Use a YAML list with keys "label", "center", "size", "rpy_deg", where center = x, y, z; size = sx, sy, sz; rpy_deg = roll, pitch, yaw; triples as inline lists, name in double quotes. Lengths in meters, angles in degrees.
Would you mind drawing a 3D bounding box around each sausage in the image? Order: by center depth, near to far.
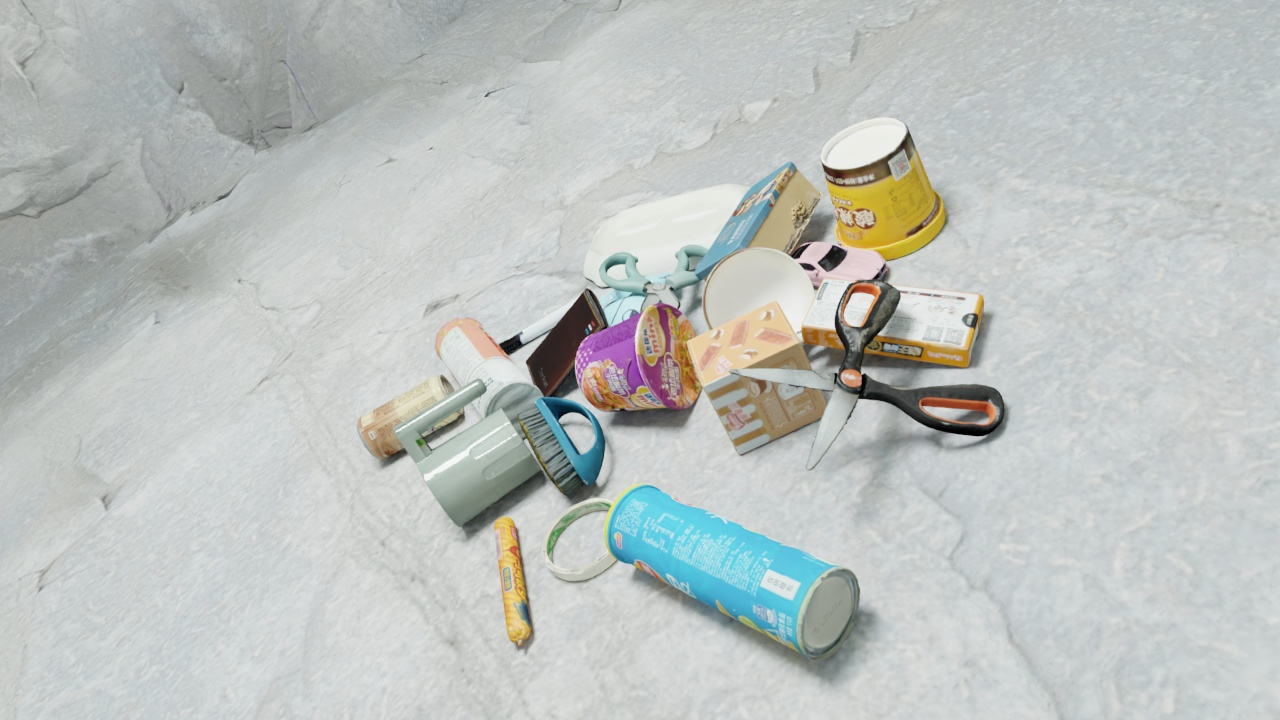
- label: "sausage"
  center: [-0.119, 0.199, 0.849]
  size: [0.021, 0.021, 0.165]
  rpy_deg: [-27, 35, 4]

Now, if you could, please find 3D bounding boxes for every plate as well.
- label: "plate"
  center: [0.039, -0.170, 1.190]
  size: [0.266, 0.034, 0.161]
  rpy_deg: [-9, 40, 28]

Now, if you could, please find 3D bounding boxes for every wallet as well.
- label: "wallet"
  center: [-0.086, -0.017, 1.065]
  size: [0.122, 0.020, 0.096]
  rpy_deg: [-50, 30, 16]

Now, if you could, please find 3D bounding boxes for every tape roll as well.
- label: "tape roll"
  center: [-0.051, 0.165, 0.850]
  size: [0.086, 0.014, 0.085]
  rpy_deg: [-20, 36, 15]

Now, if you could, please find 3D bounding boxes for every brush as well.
- label: "brush"
  center: [-0.076, 0.080, 0.939]
  size: [0.073, 0.055, 0.144]
  rpy_deg: [-34, 34, -4]

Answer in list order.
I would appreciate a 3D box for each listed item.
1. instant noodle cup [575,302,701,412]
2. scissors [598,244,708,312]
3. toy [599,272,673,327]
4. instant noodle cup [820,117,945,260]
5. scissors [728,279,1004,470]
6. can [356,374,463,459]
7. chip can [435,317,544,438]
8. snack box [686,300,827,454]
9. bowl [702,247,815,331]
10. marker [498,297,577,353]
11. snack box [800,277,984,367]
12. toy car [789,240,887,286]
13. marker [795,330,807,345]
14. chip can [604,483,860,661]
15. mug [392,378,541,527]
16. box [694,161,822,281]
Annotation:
- label: "instant noodle cup"
  center: [-0.006, 0.006, 0.946]
  size: [0.099, 0.111, 0.111]
  rpy_deg: [-16, 36, 36]
- label: "scissors"
  center: [0.005, -0.094, 1.057]
  size: [0.172, 0.019, 0.176]
  rpy_deg: [6, 34, 20]
- label: "toy"
  center: [-0.007, -0.053, 1.064]
  size: [0.162, 0.050, 0.155]
  rpy_deg: [5, 45, 47]
- label: "instant noodle cup"
  center: [0.254, -0.186, 0.982]
  size: [0.119, 0.114, 0.118]
  rpy_deg: [-19, 37, 15]
- label: "scissors"
  center: [0.190, 0.008, 0.765]
  size: [0.233, 0.022, 0.220]
  rpy_deg: [11, 50, 1]
- label: "can"
  center: [-0.276, 0.068, 1.098]
  size: [0.116, 0.058, 0.058]
  rpy_deg: [-29, 34, 2]
- label: "chip can"
  center: [-0.183, 0.016, 1.085]
  size: [0.071, 0.071, 0.215]
  rpy_deg: [-36, 35, -9]
- label: "snack box"
  center: [0.108, 0.015, 0.852]
  size: [0.094, 0.093, 0.077]
  rpy_deg: [-25, 35, 7]
- label: "bowl"
  center: [0.118, -0.055, 0.944]
  size: [0.113, 0.113, 0.062]
  rpy_deg: [-33, -7, -5]
- label: "marker"
  center: [-0.124, -0.044, 1.164]
  size: [0.131, 0.018, 0.022]
  rpy_deg: [-31, -9, 1]
- label: "snack box"
  center: [0.235, -0.038, 0.859]
  size: [0.154, 0.026, 0.075]
  rpy_deg: [9, 48, 26]
- label: "toy car"
  center: [0.204, -0.102, 0.983]
  size: [0.122, 0.037, 0.056]
  rpy_deg: [15, 56, 45]
- label: "marker"
  center: [0.175, -0.027, 0.899]
  size: [0.145, 0.017, 0.017]
  rpy_deg: [-17, 35, -3]
- label: "chip can"
  center: [0.065, 0.160, 0.722]
  size: [0.210, 0.071, 0.071]
  rpy_deg: [16, 55, 46]
- label: "mug"
  center: [-0.175, 0.092, 0.940]
  size: [0.103, 0.124, 0.084]
  rpy_deg: [-32, 17, -8]
- label: "box"
  center: [0.133, -0.140, 1.038]
  size: [0.090, 0.062, 0.183]
  rpy_deg: [-30, 20, 51]
